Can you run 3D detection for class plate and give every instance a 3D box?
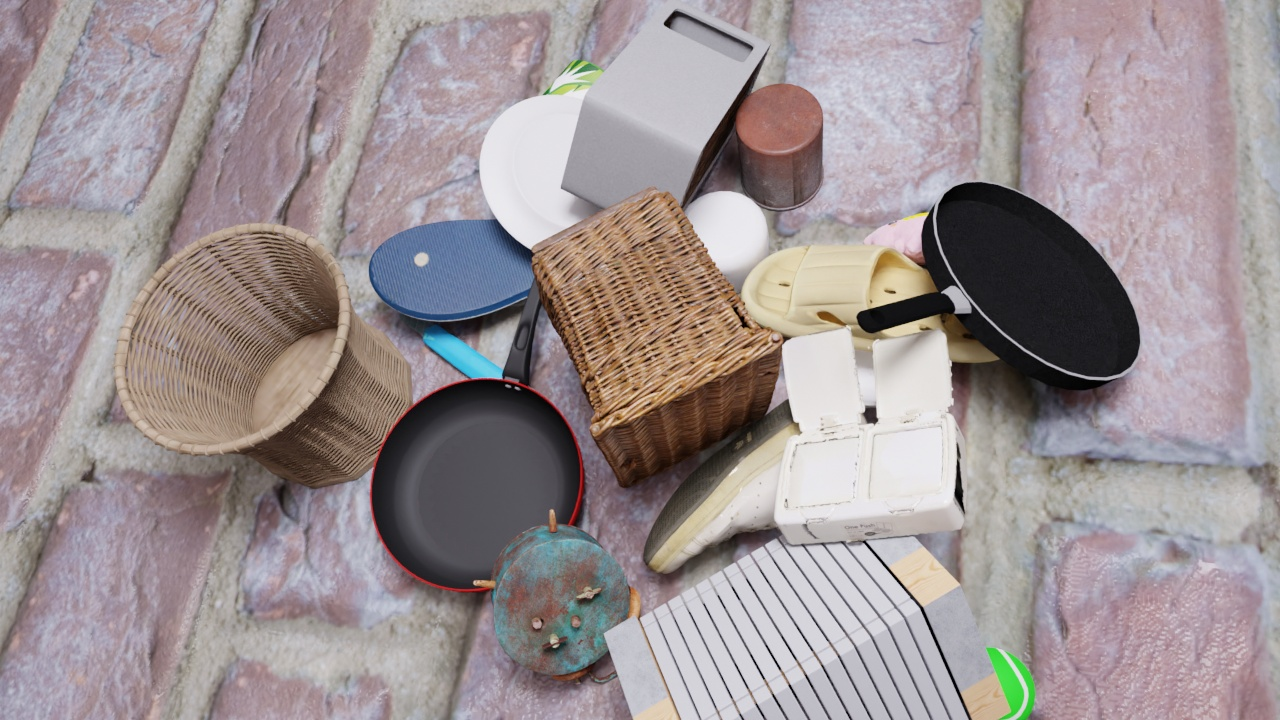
[{"bbox_3d":[-0.071,-0.194,0.955,0.188,0.016,0.188,5,74,-20],"label":"plate"}]

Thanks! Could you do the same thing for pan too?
[{"bbox_3d":[0.301,-0.058,0.795,0.355,0.034,0.225,-15,64,-35],"label":"pan"},{"bbox_3d":[-0.137,0.053,0.916,0.209,0.067,0.355,13,71,13],"label":"pan"}]

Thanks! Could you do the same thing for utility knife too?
[{"bbox_3d":[-0.189,-0.006,0.982,0.196,0.015,0.031,35,77,17],"label":"utility knife"}]

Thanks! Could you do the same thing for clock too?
[{"bbox_3d":[-0.061,0.223,0.815,0.121,0.073,0.157,-43,103,-6],"label":"clock"}]

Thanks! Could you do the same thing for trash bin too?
[{"bbox_3d":[0.125,0.243,0.719,0.247,0.142,0.142,-30,27,-2],"label":"trash bin"},{"bbox_3d":[0.029,-0.247,0.919,0.114,0.115,0.228,27,48,3],"label":"trash bin"}]

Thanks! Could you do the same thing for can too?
[{"bbox_3d":[-0.088,-0.257,1.027,0.083,0.083,0.144,33,78,21],"label":"can"}]

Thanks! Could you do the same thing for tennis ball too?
[{"bbox_3d":[0.288,0.269,0.751,0.065,0.065,0.065,-4,67,9],"label":"tennis ball"}]

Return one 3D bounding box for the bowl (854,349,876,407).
[{"bbox_3d":[0.217,0.006,0.881,0.110,0.041,0.109,-4,56,6],"label":"bowl"}]

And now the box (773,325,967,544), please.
[{"bbox_3d":[0.179,0.057,0.735,0.146,0.066,0.185,-14,60,28],"label":"box"}]

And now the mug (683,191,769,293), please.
[{"bbox_3d":[0.076,-0.126,0.950,0.116,0.068,0.094,25,75,19],"label":"mug"}]

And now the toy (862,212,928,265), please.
[{"bbox_3d":[0.275,-0.118,0.905,0.102,0.093,0.050,-13,100,10],"label":"toy"}]

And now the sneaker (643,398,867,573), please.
[{"bbox_3d":[0.113,0.125,0.841,0.242,0.089,0.102,-41,99,7],"label":"sneaker"}]

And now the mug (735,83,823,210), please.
[{"bbox_3d":[0.148,-0.236,0.962,0.096,0.110,0.122,4,69,7],"label":"mug"}]

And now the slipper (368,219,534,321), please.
[{"bbox_3d":[-0.140,-0.108,0.994,0.294,0.060,0.118,-18,71,-11],"label":"slipper"}]

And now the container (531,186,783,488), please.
[{"bbox_3d":[0.007,-0.017,0.808,0.162,0.250,0.183,-27,73,-4],"label":"container"}]

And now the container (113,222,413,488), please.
[{"bbox_3d":[-0.352,0.012,0.907,0.227,0.196,0.226,-4,67,9],"label":"container"}]

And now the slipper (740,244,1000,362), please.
[{"bbox_3d":[0.224,-0.067,0.858,0.262,0.079,0.111,13,56,16],"label":"slipper"}]
